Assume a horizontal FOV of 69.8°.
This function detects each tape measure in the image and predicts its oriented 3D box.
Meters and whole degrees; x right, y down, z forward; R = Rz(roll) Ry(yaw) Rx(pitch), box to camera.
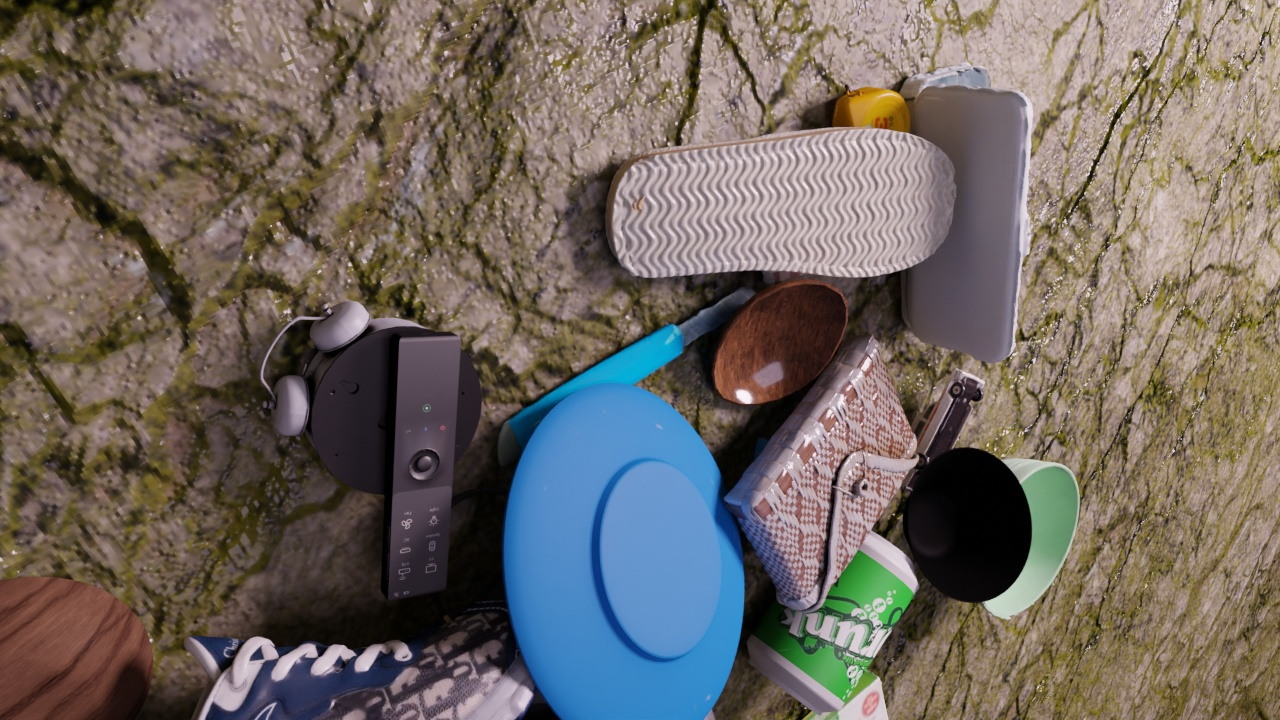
[{"bbox_3d":[0.165,-0.167,0.663,0.058,0.030,0.068,-25,124,-26],"label":"tape measure"}]

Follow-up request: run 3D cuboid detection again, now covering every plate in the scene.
[{"bbox_3d":[0.007,0.121,0.563,0.224,0.024,0.224,22,61,-46],"label":"plate"}]

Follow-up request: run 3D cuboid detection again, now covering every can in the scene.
[{"bbox_3d":[0.154,0.205,0.739,0.139,0.088,0.088,-53,127,-10],"label":"can"}]

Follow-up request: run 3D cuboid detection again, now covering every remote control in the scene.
[{"bbox_3d":[-0.120,0.059,0.498,0.034,0.013,0.150,-4,107,-35],"label":"remote control"}]

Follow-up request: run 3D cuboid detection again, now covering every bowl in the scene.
[{"bbox_3d":[0.258,0.136,0.764,0.124,0.053,0.124,3,81,-20],"label":"bowl"},{"bbox_3d":[-0.298,0.166,0.439,0.119,0.032,0.119,-12,111,-32],"label":"bowl"},{"bbox_3d":[0.334,0.155,0.857,0.150,0.077,0.151,-11,111,-32],"label":"bowl"},{"bbox_3d":[0.094,-0.018,0.650,0.101,0.026,0.114,-6,134,-23],"label":"bowl"}]

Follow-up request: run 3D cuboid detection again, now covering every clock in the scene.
[{"bbox_3d":[-0.146,0.019,0.499,0.122,0.035,0.094,34,84,-37],"label":"clock"}]

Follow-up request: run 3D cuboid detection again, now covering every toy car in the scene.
[{"bbox_3d":[0.253,0.060,0.792,0.039,0.039,0.113,19,99,-38],"label":"toy car"}]

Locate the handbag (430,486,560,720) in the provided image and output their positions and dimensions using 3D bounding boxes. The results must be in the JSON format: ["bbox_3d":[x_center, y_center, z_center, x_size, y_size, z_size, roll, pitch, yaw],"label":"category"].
[{"bbox_3d":[-0.067,0.163,0.597,0.175,0.072,0.196,-39,112,-19],"label":"handbag"}]

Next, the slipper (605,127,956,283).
[{"bbox_3d":[0.096,-0.102,0.622,0.262,0.052,0.115,-6,115,-22],"label":"slipper"}]

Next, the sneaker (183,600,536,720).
[{"bbox_3d":[-0.175,0.184,0.467,0.268,0.103,0.132,-31,91,-29],"label":"sneaker"}]

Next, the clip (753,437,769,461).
[{"bbox_3d":[0.114,0.100,0.717,0.120,0.033,0.122,42,78,-40],"label":"clip"}]

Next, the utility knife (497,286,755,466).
[{"bbox_3d":[-0.004,0.004,0.608,0.220,0.015,0.031,-30,123,-21],"label":"utility knife"}]

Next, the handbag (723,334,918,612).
[{"bbox_3d":[0.146,0.083,0.684,0.185,0.047,0.124,-47,122,-28],"label":"handbag"}]

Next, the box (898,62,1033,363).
[{"bbox_3d":[0.263,-0.115,0.708,0.105,0.129,0.211,-23,122,-29],"label":"box"}]

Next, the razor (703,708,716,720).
[{"bbox_3d":[0.054,0.292,0.715,0.047,0.088,0.116,-25,99,-27],"label":"razor"}]

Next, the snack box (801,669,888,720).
[{"bbox_3d":[0.184,0.388,0.857,0.131,0.027,0.168,-30,120,-25],"label":"snack box"}]
